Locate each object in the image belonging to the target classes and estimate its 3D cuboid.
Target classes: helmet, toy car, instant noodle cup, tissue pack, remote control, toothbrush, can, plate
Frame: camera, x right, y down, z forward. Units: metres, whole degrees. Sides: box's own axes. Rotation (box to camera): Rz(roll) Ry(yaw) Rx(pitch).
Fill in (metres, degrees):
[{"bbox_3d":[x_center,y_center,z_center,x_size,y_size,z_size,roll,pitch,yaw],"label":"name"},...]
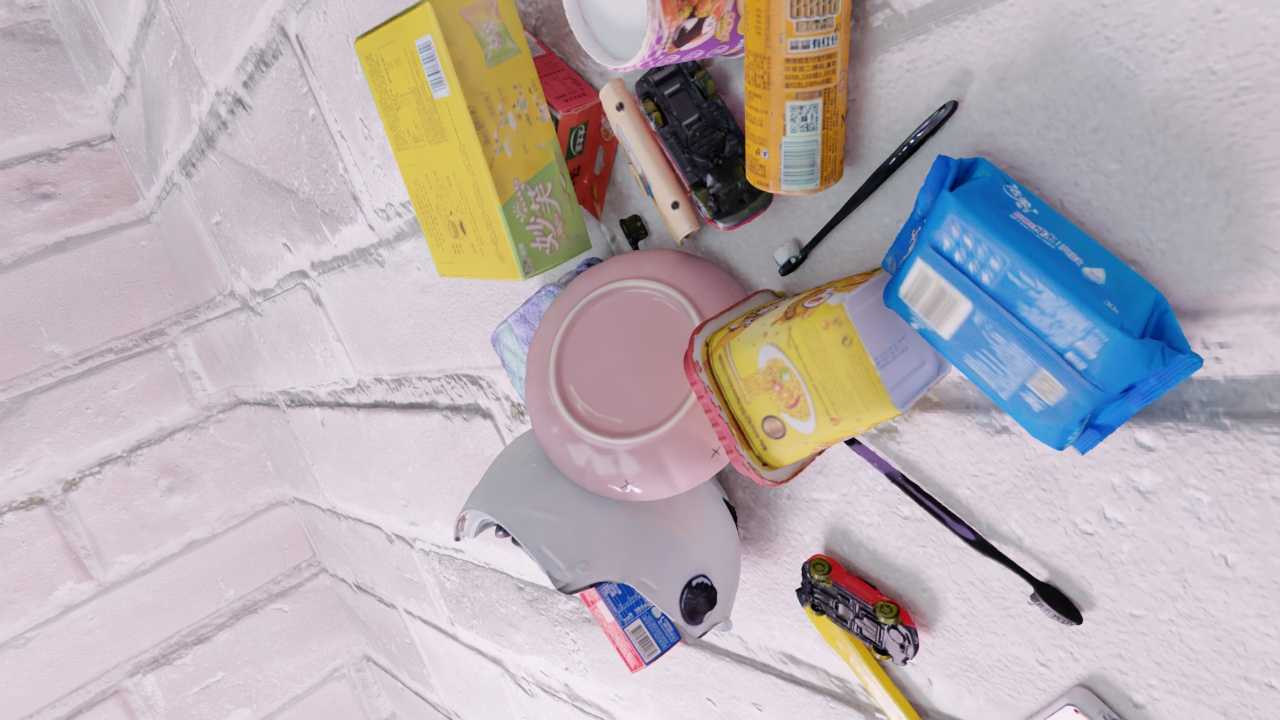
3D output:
[{"bbox_3d":[-0.016,0.130,0.786,0.258,0.145,0.229,27,167,-30],"label":"helmet"},{"bbox_3d":[0.168,0.190,0.702,0.106,0.031,0.049,30,137,42],"label":"toy car"},{"bbox_3d":[0.015,-0.221,0.534,0.111,0.099,0.112,34,140,34],"label":"instant noodle cup"},{"bbox_3d":[0.196,-0.029,0.471,0.157,0.052,0.095,47,148,21],"label":"tissue pack"},{"bbox_3d":[0.279,0.266,0.616,0.056,0.020,0.136,45,145,23],"label":"remote control"},{"bbox_3d":[0.128,-0.099,0.548,0.018,0.015,0.182,64,150,12],"label":"toothbrush"},{"bbox_3d":[0.087,-0.169,0.511,0.058,0.058,0.146,29,136,41],"label":"can"},{"bbox_3d":[-0.004,0.004,0.666,0.192,0.192,0.039,44,-177,25],"label":"plate"},{"bbox_3d":[0.112,0.004,0.572,0.124,0.115,0.116,-25,94,47],"label":"instant noodle cup"},{"bbox_3d":[0.205,0.108,0.604,0.189,0.014,0.017,41,155,30],"label":"toothbrush"},{"bbox_3d":[0.043,-0.141,0.602,0.120,0.053,0.045,61,-176,9],"label":"toy car"},{"bbox_3d":[0.032,-0.018,0.740,0.027,0.026,0.212,-21,96,23],"label":"toothbrush"}]

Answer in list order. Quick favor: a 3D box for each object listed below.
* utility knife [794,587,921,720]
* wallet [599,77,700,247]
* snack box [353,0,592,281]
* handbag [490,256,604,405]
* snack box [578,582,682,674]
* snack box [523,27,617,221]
[{"bbox_3d":[0.195,0.265,0.736,0.206,0.015,0.033,52,147,19],"label":"utility knife"},{"bbox_3d":[0.007,-0.137,0.653,0.115,0.024,0.087,60,176,-2],"label":"wallet"},{"bbox_3d":[-0.135,-0.171,0.726,0.158,0.069,0.210,8,121,54],"label":"snack box"},{"bbox_3d":[-0.052,-0.006,0.821,0.134,0.075,0.194,58,150,-3],"label":"handbag"},{"bbox_3d":[-0.040,0.239,1.014,0.207,0.057,0.058,54,150,11],"label":"snack box"},{"bbox_3d":[-0.079,-0.184,0.747,0.127,0.044,0.113,46,145,22],"label":"snack box"}]
